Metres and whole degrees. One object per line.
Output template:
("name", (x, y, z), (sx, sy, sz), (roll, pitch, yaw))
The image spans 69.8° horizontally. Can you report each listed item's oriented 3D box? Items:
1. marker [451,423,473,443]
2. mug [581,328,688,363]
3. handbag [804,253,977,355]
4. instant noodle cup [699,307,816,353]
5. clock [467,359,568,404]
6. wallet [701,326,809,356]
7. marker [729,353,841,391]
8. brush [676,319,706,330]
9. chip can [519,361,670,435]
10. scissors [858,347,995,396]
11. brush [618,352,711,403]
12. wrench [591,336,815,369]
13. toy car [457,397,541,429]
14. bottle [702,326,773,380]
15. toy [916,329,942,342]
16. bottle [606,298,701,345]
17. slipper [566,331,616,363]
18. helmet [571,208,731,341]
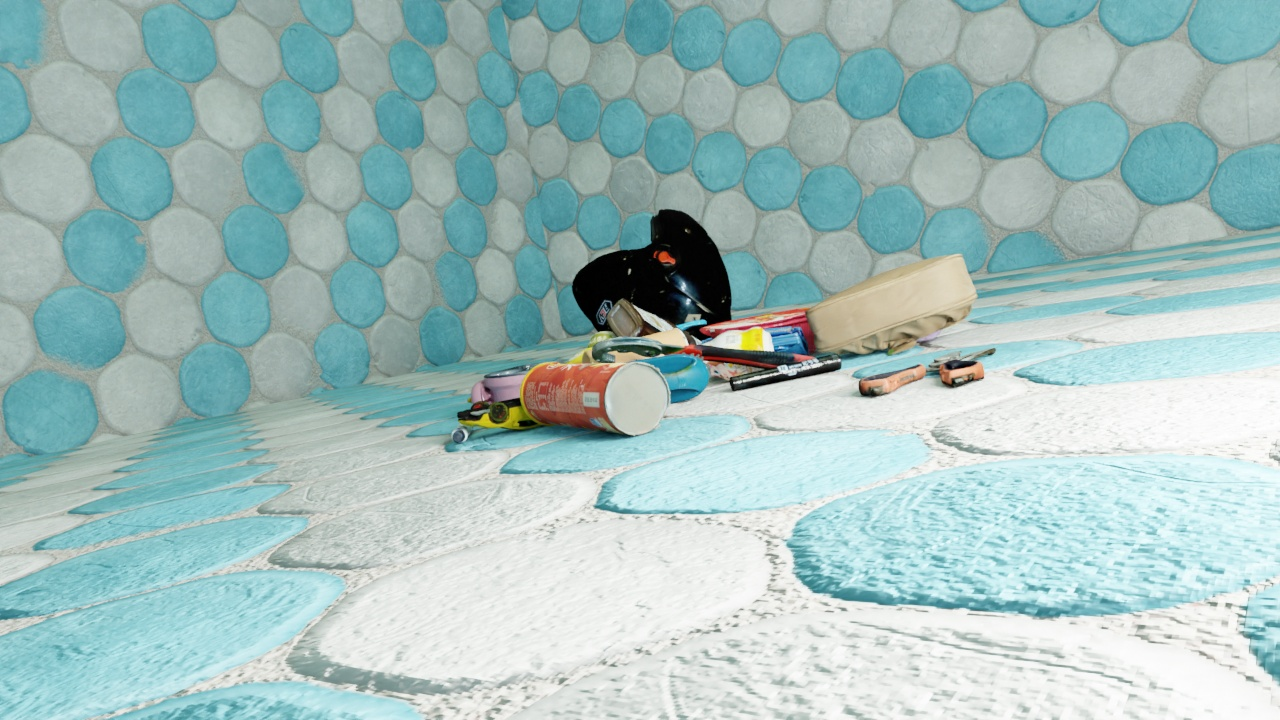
("marker", (-0.207, 0.080, 1.081), (0.022, 0.018, 0.131), (-44, 6, -3))
("mug", (-0.007, 0.007, 1.135), (0.122, 0.078, 0.078), (-9, 4, -17))
("handbag", (0.317, -0.062, 1.149), (0.205, 0.100, 0.147), (-19, -2, 28))
("instant noodle cup", (0.185, -0.033, 1.343), (0.194, 0.066, 0.194), (-9, 4, 0))
("clock", (-0.168, 0.040, 1.270), (0.159, 0.060, 0.117), (-6, 7, 32))
("wallet", (0.155, -0.012, 1.223), (0.133, 0.040, 0.106), (-10, -15, 15))
("marker", (0.167, 0.015, 1.054), (0.132, 0.020, 0.022), (-12, -25, -9))
("brush", (-0.021, -0.009, 1.358), (0.255, 0.046, 0.083), (-25, -6, 11))
("chip can", (-0.053, 0.036, 0.936), (0.073, 0.073, 0.217), (-12, 5, -27))
("scissors", (0.292, 0.007, 0.881), (0.195, 0.015, 0.215), (-11, 3, -7))
("brush", (0.007, 0.026, 1.040), (0.144, 0.055, 0.073), (-9, 4, 18))
("wrench", (0.079, -0.005, 1.080), (0.273, 0.016, 0.056), (3, -25, -6))
("toy car", (-0.136, 0.057, 1.055), (0.155, 0.041, 0.071), (-11, 4, -30))
("bottle", (0.111, -0.005, 1.147), (0.108, 0.063, 0.063), (-9, 4, 16))
("toy", (0.375, -0.046, 1.236), (0.084, 0.039, 0.107), (-21, 8, 13))
("bottle", (0.040, -0.026, 1.248), (0.194, 0.044, 0.080), (22, 23, -45))
("slipper", (-0.049, 0.003, 1.230), (0.092, 0.081, 0.190), (-19, 4, 40))
("helmet", (0.028, -0.105, 1.559), (0.274, 0.230, 0.234), (-8, -27, -32))
